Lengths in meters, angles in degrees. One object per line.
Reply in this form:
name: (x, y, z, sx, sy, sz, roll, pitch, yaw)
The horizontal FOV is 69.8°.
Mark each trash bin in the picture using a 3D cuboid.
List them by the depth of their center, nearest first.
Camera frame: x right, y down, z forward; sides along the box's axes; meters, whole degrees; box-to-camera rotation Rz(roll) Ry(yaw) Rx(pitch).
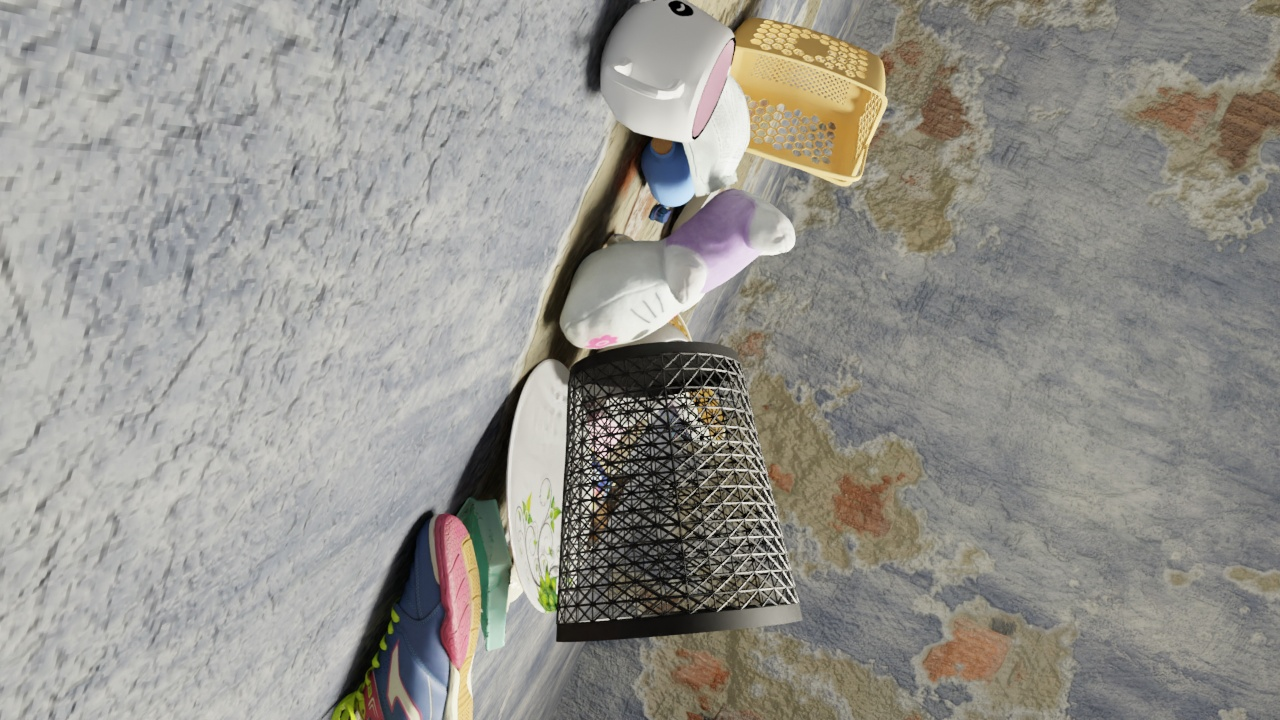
trash bin: (0.023, 0.122, 0.843, 0.217, 0.217, 0.243, 83, 1, -75)

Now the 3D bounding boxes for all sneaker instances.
sneaker: (-0.179, 0.234, 0.702, 0.116, 0.091, 0.242, -51, 145, -81)
sneaker: (0.033, 0.021, 1.193, 0.235, 0.079, 0.087, 63, 33, -28)

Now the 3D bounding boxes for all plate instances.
plate: (-0.092, 0.114, 0.844, 0.229, 0.030, 0.229, -1, 89, -76)
plate: (0.075, -0.200, 1.147, 0.173, 0.019, 0.173, -56, 180, -1)

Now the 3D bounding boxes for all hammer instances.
hammer: (-0.055, 0.185, 1.188, 0.330, 0.033, 0.120, 90, 25, -76)

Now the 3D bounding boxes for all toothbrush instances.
toothbrush: (0.047, -0.192, 1.071, 0.189, 0.017, 0.016, -52, 165, -60)

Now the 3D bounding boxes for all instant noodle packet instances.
instant noodle packet: (0.055, -0.221, 0.814, 0.268, 0.057, 0.147, -40, 119, -72)

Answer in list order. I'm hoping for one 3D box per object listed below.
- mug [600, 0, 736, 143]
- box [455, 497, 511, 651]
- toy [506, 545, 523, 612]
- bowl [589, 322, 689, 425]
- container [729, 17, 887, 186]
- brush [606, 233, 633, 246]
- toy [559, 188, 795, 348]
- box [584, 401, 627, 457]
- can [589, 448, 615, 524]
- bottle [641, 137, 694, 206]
mug: (0.010, -0.190, 0.602, 0.123, 0.076, 0.090, -51, 164, -61)
box: (-0.165, 0.199, 0.827, 0.189, 0.079, 0.077, 105, -28, -52)
toy: (-0.140, 0.231, 0.997, 0.087, 0.050, 0.112, -51, 158, -78)
bowl: (-0.006, 0.006, 1.063, 0.131, 0.064, 0.132, -30, 148, -22)
container: (0.163, -0.271, 0.992, 0.129, 0.183, 0.166, 105, 5, -52)
brush: (0.002, -0.091, 0.978, 0.272, 0.062, 0.077, 25, 85, -78)
toy: (0.027, -0.080, 0.792, 0.209, 0.085, 0.137, -26, -176, 7)
box: (-0.067, 0.117, 1.144, 0.232, 0.055, 0.180, -53, 167, -57)
can: (-0.075, 0.124, 0.970, 0.058, 0.054, 0.100, -59, 134, -32)
bottle: (0.025, -0.180, 0.843, 0.131, 0.048, 0.048, 36, 79, -82)
